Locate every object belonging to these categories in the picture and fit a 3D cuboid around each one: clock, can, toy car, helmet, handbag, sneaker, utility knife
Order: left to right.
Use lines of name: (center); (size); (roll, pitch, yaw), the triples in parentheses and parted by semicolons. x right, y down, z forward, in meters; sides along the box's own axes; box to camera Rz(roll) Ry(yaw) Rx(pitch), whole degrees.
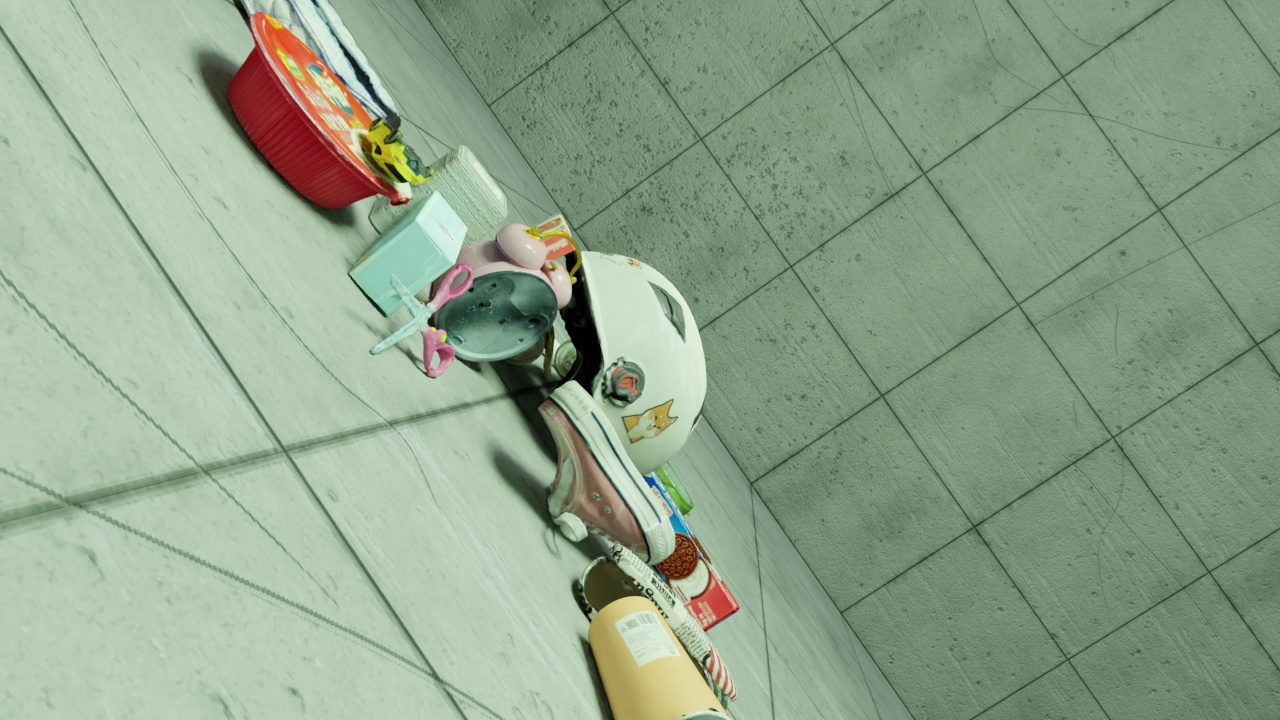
handbag: (-0.347, -0.332, 1.003); (0.194, 0.075, 0.134); (57, 6, 15)
toy car: (-0.212, -0.177, 0.792); (0.048, 0.032, 0.105); (50, -4, -36)
clock: (-0.127, -0.069, 0.876); (0.117, 0.158, 0.059); (51, 11, -52)
can: (-0.146, -0.044, 1.080); (0.058, 0.058, 0.116); (52, 7, -28)
utility knife: (-0.107, -0.024, 1.096); (0.221, 0.022, 0.031); (118, -36, -64)
can: (-0.075, 0.016, 1.212); (0.058, 0.058, 0.147); (57, -3, 15)
sneaker: (-0.043, 0.121, 0.836); (0.118, 0.087, 0.241); (42, -16, 45)
helmet: (-0.006, 0.006, 1.016); (0.230, 0.156, 0.274); (-120, -150, -62)
clock: (0.018, 0.167, 1.223); (0.116, 0.056, 0.161); (56, 6, 20)

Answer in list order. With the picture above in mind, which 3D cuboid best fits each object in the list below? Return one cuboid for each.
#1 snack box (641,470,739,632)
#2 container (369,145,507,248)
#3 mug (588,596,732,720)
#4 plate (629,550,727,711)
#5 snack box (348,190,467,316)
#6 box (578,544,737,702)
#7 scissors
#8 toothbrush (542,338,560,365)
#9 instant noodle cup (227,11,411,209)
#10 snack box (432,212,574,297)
snack box: (0.036, 0.218, 1.082); (0.207, 0.058, 0.057); (57, 3, 18)
container: (-0.205, -0.156, 0.955); (0.090, 0.114, 0.090); (52, 7, -25)
mug: (0.008, 0.237, 0.675); (0.078, 0.078, 0.122); (50, 3, -40)
plate: (0.026, 0.266, 0.891); (0.179, 0.024, 0.179); (52, 6, -8)
snack box: (-0.206, -0.102, 0.833); (0.051, 0.074, 0.174); (51, 7, -19)
box: (0.025, 0.221, 0.768); (0.163, 0.083, 0.075); (50, 27, 1)
scissors: (-0.171, -0.039, 0.742); (0.017, 0.130, 0.133); (20, -22, 19)
toothbrush: (-0.158, -0.059, 1.230); (0.026, 0.026, 0.221); (-1, -41, 44)
instant noodle cup: (-0.286, -0.201, 0.799); (0.194, 0.066, 0.193); (53, 6, -8)
snack box: (-0.143, -0.102, 0.958); (0.025, 0.153, 0.075); (63, 2, -24)
